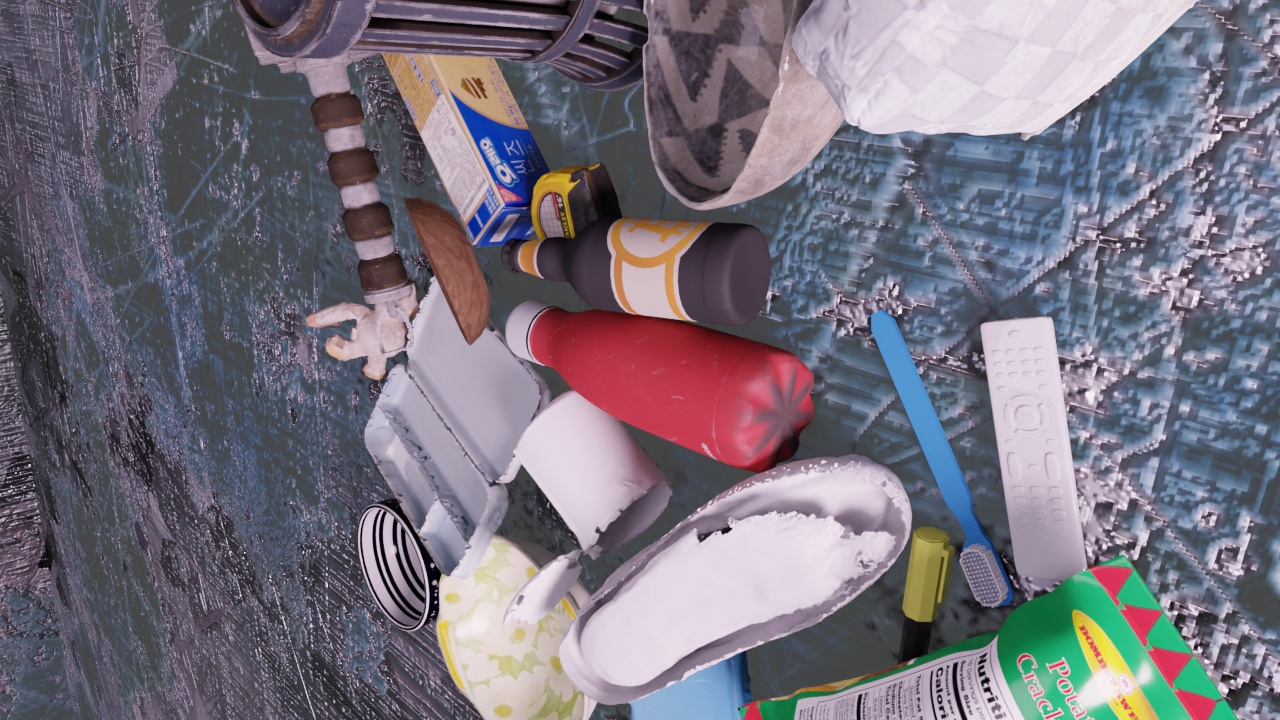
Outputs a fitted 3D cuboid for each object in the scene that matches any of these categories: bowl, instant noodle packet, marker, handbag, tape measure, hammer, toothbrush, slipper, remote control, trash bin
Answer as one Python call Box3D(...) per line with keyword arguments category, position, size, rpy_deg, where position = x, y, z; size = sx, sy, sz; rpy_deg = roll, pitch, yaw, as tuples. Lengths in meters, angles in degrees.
Box3D(category="bowl", position=(-0.138, -0.070, 0.683), size=(0.117, 0.030, 0.118), rpy_deg=(61, 169, 21))
Box3D(category="bowl", position=(-0.203, 0.181, 0.852), size=(0.120, 0.066, 0.120), rpy_deg=(15, 112, 42))
Box3D(category="instant noodle packet", position=(0.182, 0.229, 0.454), size=(0.254, 0.090, 0.195), rpy_deg=(-41, 75, 39))
Box3D(category="marker", position=(0.156, 0.152, 0.513), size=(0.021, 0.017, 0.124), rpy_deg=(20, 116, 41))
Box3D(category="bowl", position=(-0.088, 0.223, 0.752), size=(0.220, 0.060, 0.188), rpy_deg=(-28, 81, 45))
Box3D(category="handbag", position=(0.129, -0.150, 0.344), size=(0.113, 0.171, 0.123), rpy_deg=(-42, 71, 43))
Box3D(category="tape measure", position=(-0.044, -0.101, 0.630), size=(0.064, 0.037, 0.065), rpy_deg=(-3, 112, 41))
Box3D(category="hammer", position=(-0.236, -0.166, 0.744), size=(0.177, 0.079, 0.326), rpy_deg=(-131, 28, -72))
Box3D(category="toothbrush", position=(0.157, 0.051, 0.487), size=(0.016, 0.014, 0.166), rpy_deg=(-29, 79, 46))
Box3D(category="bowl", position=(0.066, -0.164, 0.458), size=(0.179, 0.081, 0.178), rpy_deg=(178, 90, -72))
Box3D(category="slipper", position=(0.055, 0.132, 0.555), size=(0.112, 0.074, 0.247), rpy_deg=(44, 120, -14))
Box3D(category="remote control", position=(0.193, 0.043, 0.448), size=(0.033, 0.012, 0.131), rpy_deg=(-5, 97, 44))
Box3D(category="trash bin", position=(-0.101, -0.238, 0.513), size=(0.164, 0.226, 0.164), rpy_deg=(15, 111, 42))

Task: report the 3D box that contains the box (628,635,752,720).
Box3D(category="box", position=(0.045, 0.291, 0.657), size=(0.093, 0.052, 0.231), rpy_deg=(-2, 100, 30))

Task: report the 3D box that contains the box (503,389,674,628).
Box3D(category="box", position=(-0.061, 0.100, 0.640), size=(0.106, 0.150, 0.080), rpy_deg=(46, 170, 25))

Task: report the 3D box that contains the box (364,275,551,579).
Box3D(category="box", position=(-0.156, 0.048, 0.755), size=(0.209, 0.037, 0.189), rpy_deg=(41, 109, 42))

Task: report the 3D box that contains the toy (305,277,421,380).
Box3D(category="toy", position=(-0.240, -0.040, 0.825), size=(0.106, 0.085, 0.074), rpy_deg=(-44, 35, 23))

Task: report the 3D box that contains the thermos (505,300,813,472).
Box3D(category="thermos", position=(-0.003, 0.003, 0.594), size=(0.240, 0.073, 0.073), rpy_deg=(18, 114, 42))

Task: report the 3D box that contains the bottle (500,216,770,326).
Box3D(category="bottle", position=(-0.013, -0.060, 0.573), size=(0.182, 0.059, 0.059), rpy_deg=(9, 108, 33))

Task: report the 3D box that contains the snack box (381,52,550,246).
Box3D(category="snack box", position=(-0.131, -0.188, 0.685), size=(0.056, 0.057, 0.206), rpy_deg=(-40, 73, 48))
